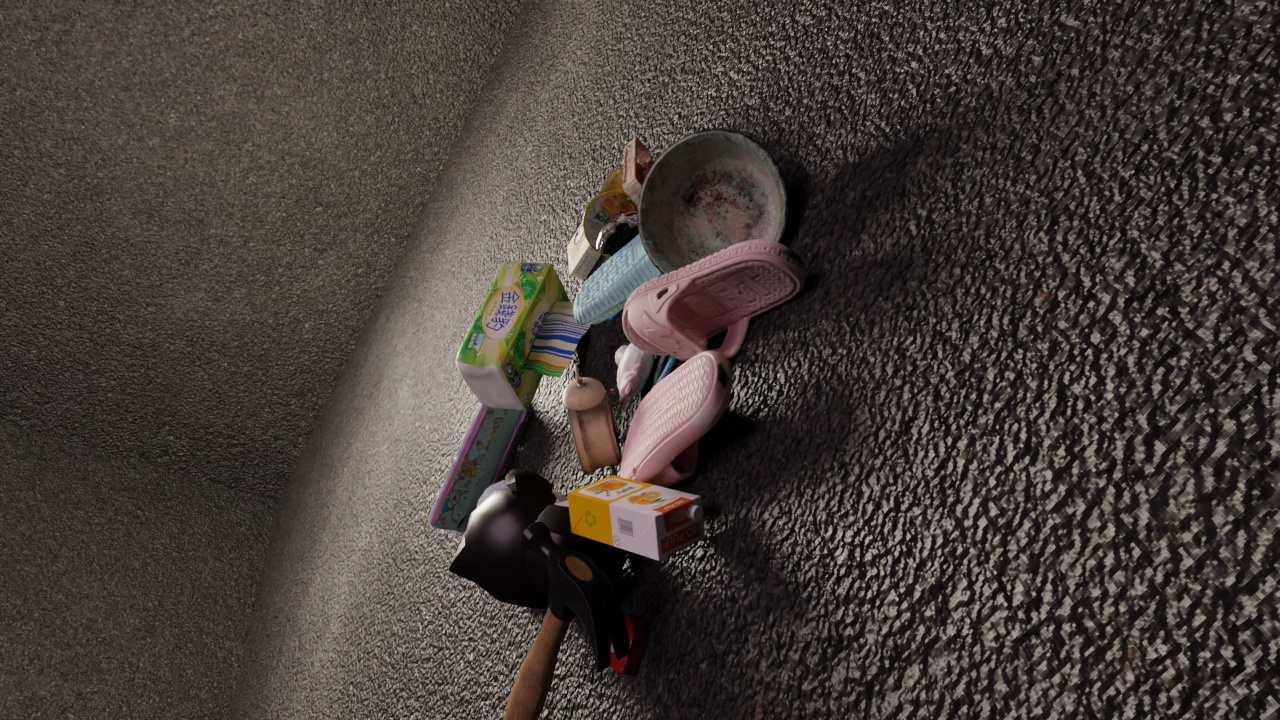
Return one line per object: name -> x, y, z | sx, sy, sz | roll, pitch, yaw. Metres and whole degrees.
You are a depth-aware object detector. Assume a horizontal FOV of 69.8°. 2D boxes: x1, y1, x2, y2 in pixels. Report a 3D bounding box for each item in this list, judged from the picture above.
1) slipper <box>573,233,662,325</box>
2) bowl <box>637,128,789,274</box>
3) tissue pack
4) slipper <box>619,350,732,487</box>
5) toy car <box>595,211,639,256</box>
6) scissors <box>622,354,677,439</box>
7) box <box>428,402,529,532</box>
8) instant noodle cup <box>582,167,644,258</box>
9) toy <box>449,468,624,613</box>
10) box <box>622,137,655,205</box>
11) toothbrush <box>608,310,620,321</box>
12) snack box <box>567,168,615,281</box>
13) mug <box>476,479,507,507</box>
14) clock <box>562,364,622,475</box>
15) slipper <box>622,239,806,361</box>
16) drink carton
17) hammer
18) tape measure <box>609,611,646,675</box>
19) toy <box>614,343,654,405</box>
slipper -> 0.035, -0.120, 1.018 | 0.277, 0.069, 0.115 | -38, 30, 24
bowl -> 0.075, -0.146, 0.908 | 0.158, 0.038, 0.157 | 2, 95, 25
tissue pack -> -0.143, -0.034, 1.259 | 0.141, 0.120, 0.197 | 6, 61, 23
slipper -> 0.032, 0.065, 0.878 | 0.222, 0.055, 0.106 | 128, 155, -51
toy car -> -0.004, -0.158, 1.093 | 0.040, 0.112, 0.049 | 57, 149, 20
scissors -> 0.015, 0.052, 0.979 | 0.141, 0.013, 0.113 | -62, 22, 7
box -> -0.231, 0.148, 1.350 | 0.214, 0.062, 0.140 | -66, -11, 4
instant noodle cup -> -0.018, -0.195, 1.177 | 0.102, 0.102, 0.108 | -51, 19, 33
toy -> -0.097, 0.196, 0.935 | 0.184, 0.139, 0.159 | -4, 102, 52
box -> 0.012, -0.232, 1.123 | 0.186, 0.076, 0.055 | -91, 0, -61
toothbrush -> 0.004, -0.102, 1.142 | 0.167, 0.014, 0.016 | -51, 28, 41
snack box -> -0.059, -0.197, 1.334 | 0.150, 0.026, 0.081 | -55, 26, 28
mug -> -0.154, 0.220, 1.121 | 0.104, 0.083, 0.124 | -140, 47, -66
clock -> -0.050, 0.060, 0.992 | 0.092, 0.054, 0.141 | -103, 0, -53
slipper -> 0.057, -0.042, 0.873 | 0.240, 0.094, 0.064 | -26, 41, 52
drink carton -> -0.003, 0.140, 0.829 | 0.123, 0.058, 0.040 | 6, 106, 46
hammer -> -0.097, 0.307, 0.886 | 0.132, 0.040, 0.306 | 40, 127, 29
tape measure -> -0.018, 0.261, 0.856 | 0.059, 0.019, 0.051 | -3, 69, 63
toy -> -0.006, 0.006, 1.027 | 0.125, 0.037, 0.076 | -89, 22, -59
